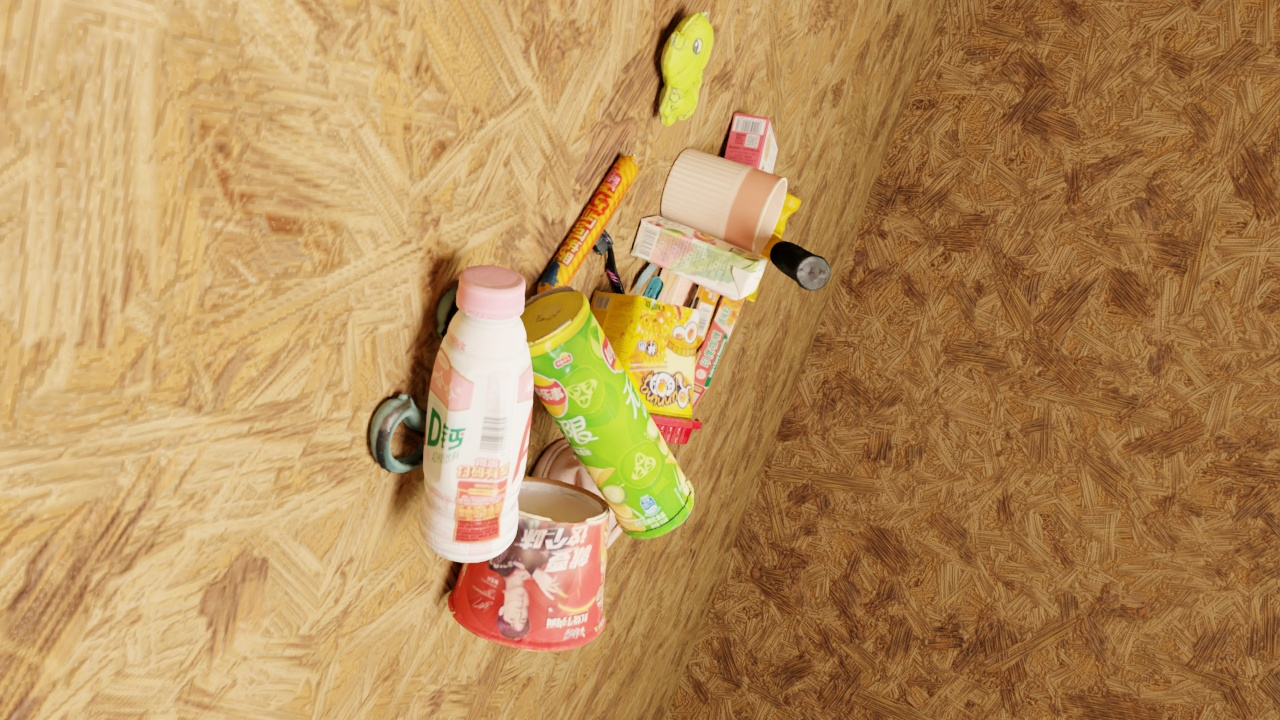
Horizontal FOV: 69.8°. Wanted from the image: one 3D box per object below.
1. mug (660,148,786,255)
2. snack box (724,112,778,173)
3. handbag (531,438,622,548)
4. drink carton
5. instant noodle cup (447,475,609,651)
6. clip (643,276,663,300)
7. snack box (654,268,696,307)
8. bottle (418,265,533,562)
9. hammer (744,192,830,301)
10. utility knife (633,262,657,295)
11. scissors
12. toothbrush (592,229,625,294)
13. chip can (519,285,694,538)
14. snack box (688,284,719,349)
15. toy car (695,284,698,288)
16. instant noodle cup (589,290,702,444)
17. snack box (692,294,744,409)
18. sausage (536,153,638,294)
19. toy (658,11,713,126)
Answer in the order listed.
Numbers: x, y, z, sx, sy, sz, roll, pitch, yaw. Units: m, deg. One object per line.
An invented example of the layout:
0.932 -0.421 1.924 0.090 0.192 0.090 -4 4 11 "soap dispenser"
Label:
0.081 -0.150 0.941 0.081 0.106 0.115 -47 155 -52 "mug"
0.124 -0.211 1.082 0.113 0.044 0.127 23 80 -75 "snack box"
-0.079 0.192 0.968 0.234 0.093 0.193 -62 166 11 "handbag"
0.056 -0.099 0.897 0.053 0.122 0.045 -28 140 -67 "drink carton"
-0.089 0.168 0.786 0.137 0.138 0.109 -19 122 -70 "instant noodle cup"
0.009 -0.065 0.995 0.057 0.014 0.047 -66 163 -9 "clip"
0.026 -0.044 1.053 0.157 0.026 0.084 -70 166 9 "snack box"
-0.105 0.036 0.593 0.068 0.068 0.197 -42 147 -57 "bottle"
0.146 -0.108 0.940 0.129 0.033 0.300 -63 -174 11 "hammer"
0.043 -0.135 1.003 0.215 0.015 0.033 -54 157 -41 "utility knife"
-0.123 0.009 0.642 0.171 0.019 0.177 -69 163 5 "scissors"
-0.025 -0.075 0.866 0.017 0.014 0.189 -53 162 -13 "toothbrush"
-0.028 0.049 0.727 0.072 0.073 0.221 -56 130 -37 "chip can"
0.064 -0.043 1.110 0.154 0.026 0.075 113 -2 -75 "snack box"
0.082 -0.127 1.114 0.121 0.037 0.054 84 27 -42 "toy car"
-0.005 0.005 0.841 0.116 0.116 0.123 10 90 -39 "instant noodle cup"
0.087 -0.022 1.097 0.077 0.027 0.155 116 -1 -65 "snack box"
-0.042 -0.107 0.743 0.164 0.021 0.021 -61 164 -22 "sausage"
0.038 -0.252 0.790 0.096 0.031 0.100 -41 155 -58 "toy"
